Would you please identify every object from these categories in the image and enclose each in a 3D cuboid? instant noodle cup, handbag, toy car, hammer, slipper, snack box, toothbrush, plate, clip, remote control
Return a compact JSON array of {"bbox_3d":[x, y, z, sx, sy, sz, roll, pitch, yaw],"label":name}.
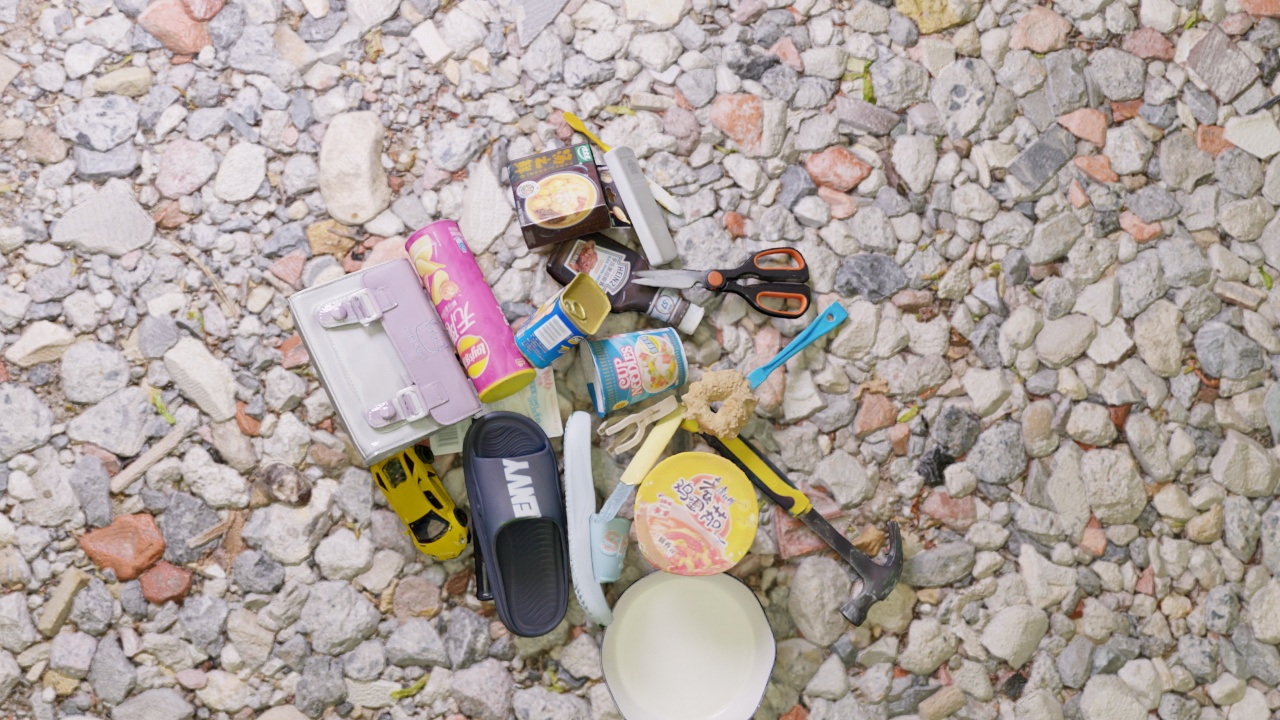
[{"bbox_3d":[-0.006,0.006,1.079,0.109,0.099,0.099,-15,86,-12],"label":"instant noodle cup"},{"bbox_3d":[-0.279,-0.001,1.012,0.144,0.099,0.197,-26,87,-25],"label":"handbag"},{"bbox_3d":[-0.253,0.162,1.060,0.071,0.041,0.156,-31,90,17],"label":"toy car"},{"bbox_3d":[0.183,0.165,1.104,0.323,0.032,0.126,43,84,1],"label":"hammer"},{"bbox_3d":[-0.048,0.179,1.056,0.074,0.104,0.245,-5,79,-6],"label":"slipper"},{"bbox_3d":[0.058,0.173,1.055,0.138,0.110,0.138,0,85,-4],"label":"instant noodle cup"},{"bbox_3d":[-0.126,0.188,1.036,0.110,0.083,0.268,-11,95,-25],"label":"slipper"},{"bbox_3d":[-0.175,0.060,1.092,0.156,0.027,0.084,-9,85,-4],"label":"snack box"},{"bbox_3d":[-0.022,-0.243,1.136,0.191,0.018,0.016,40,86,-2],"label":"toothbrush"},{"bbox_3d":[0.054,0.339,1.073,0.205,0.045,0.204,0,84,-5],"label":"plate"},{"bbox_3d":[-0.004,0.071,1.071,0.099,0.072,0.035,-33,107,-36],"label":"clip"},{"bbox_3d":[-0.086,-0.197,1.088,0.125,0.053,0.113,-16,56,-1],"label":"snack box"},{"bbox_3d":[0.000,-0.185,1.102,0.021,0.058,0.150,-22,95,27],"label":"remote control"},{"bbox_3d":[-0.184,0.172,1.069,0.027,0.026,0.212,-3,92,-11],"label":"toothbrush"}]

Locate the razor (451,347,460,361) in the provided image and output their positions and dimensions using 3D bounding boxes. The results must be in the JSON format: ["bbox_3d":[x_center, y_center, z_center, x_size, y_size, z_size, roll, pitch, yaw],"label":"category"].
[{"bbox_3d":[-0.297,-0.014,1.083,0.167,0.062,0.067,8,53,-8],"label":"razor"}]

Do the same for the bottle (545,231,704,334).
[{"bbox_3d":[-0.015,-0.091,1.108,0.195,0.044,0.079,28,82,-2],"label":"bottle"}]

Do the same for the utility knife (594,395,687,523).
[{"bbox_3d":[0.005,0.109,1.048,0.031,0.022,0.210,10,39,29],"label":"utility knife"}]

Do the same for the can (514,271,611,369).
[{"bbox_3d":[-0.090,-0.045,1.053,0.083,0.101,0.057,-35,104,27],"label":"can"}]

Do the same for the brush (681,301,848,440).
[{"bbox_3d":[0.154,0.007,1.101,0.254,0.046,0.083,-36,79,-20],"label":"brush"}]

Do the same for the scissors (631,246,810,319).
[{"bbox_3d":[0.100,-0.109,1.112,0.235,0.022,0.141,22,72,-8],"label":"scissors"}]

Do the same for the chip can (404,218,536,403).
[{"bbox_3d":[-0.198,-0.058,1.063,0.071,0.071,0.210,-27,79,-6],"label":"chip can"}]
